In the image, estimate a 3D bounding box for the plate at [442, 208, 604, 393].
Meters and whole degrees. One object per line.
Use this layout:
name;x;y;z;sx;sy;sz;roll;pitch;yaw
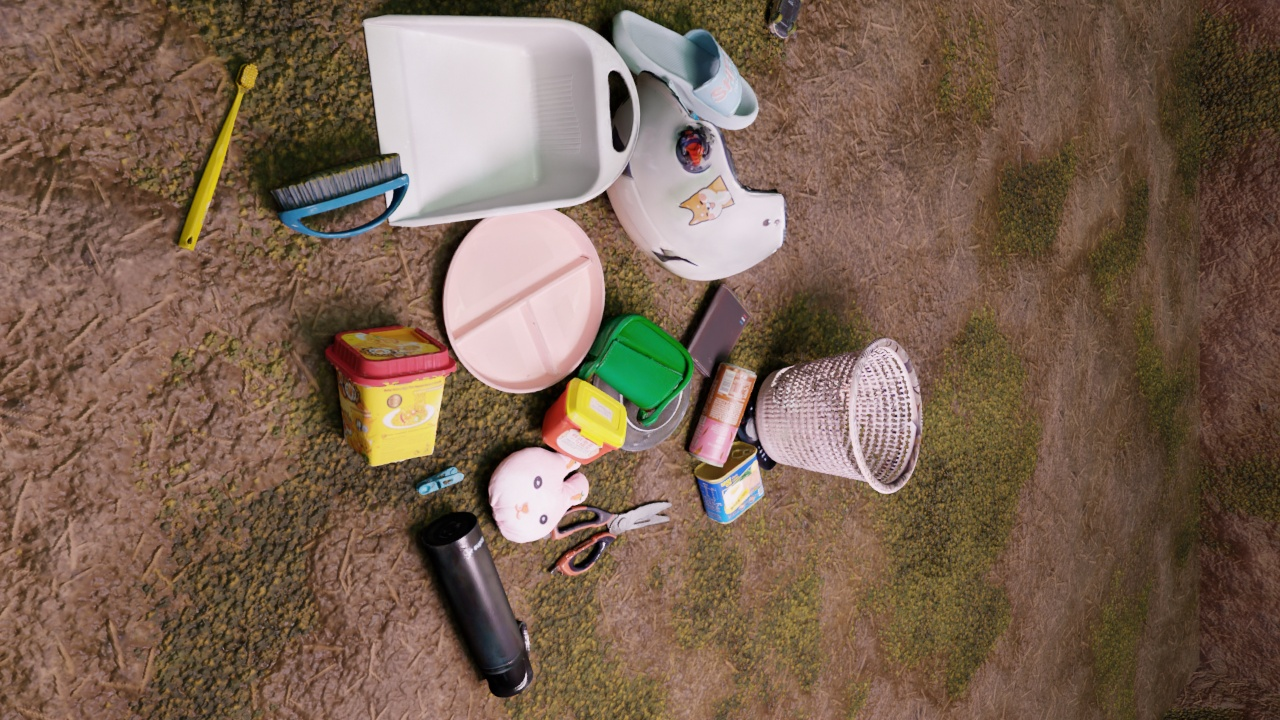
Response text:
plate;-0.142;-0.075;1.120;0.229;0.028;0.229;-9;105;-38

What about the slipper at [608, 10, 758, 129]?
slipper;0.066;-0.385;1.183;0.245;0.074;0.104;17;55;-38

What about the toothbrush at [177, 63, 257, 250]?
toothbrush;-0.405;-0.197;0.881;0.015;0.017;0.190;21;85;-40

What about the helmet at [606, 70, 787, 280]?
helmet;0.044;-0.204;1.139;0.157;0.230;0.274;-45;102;-1

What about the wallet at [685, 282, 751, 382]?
wallet;0.113;-0.039;1.344;0.096;0.020;0.122;42;71;-46

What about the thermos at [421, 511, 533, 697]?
thermos;-0.193;0.298;1.135;0.089;0.068;0.243;-61;140;-57

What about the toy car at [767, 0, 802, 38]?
toy car;0.209;-0.511;1.324;0.042;0.035;0.090;18;87;-39

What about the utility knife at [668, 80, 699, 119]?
utility knife;0.077;-0.299;1.223;0.034;0.018;0.216;-59;148;-10

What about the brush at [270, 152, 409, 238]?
brush;-0.303;-0.166;0.947;0.143;0.055;0.073;-28;115;-33

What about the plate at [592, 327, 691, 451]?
plate;0.010;0.041;1.273;0.179;0.024;0.179;-9;105;-39

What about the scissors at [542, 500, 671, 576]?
scissors;-0.042;0.241;1.276;0.202;0.015;0.204;45;68;-36

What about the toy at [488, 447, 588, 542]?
toy;-0.125;0.161;1.168;0.159;0.054;0.121;-25;115;-43

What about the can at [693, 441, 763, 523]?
can;0.136;0.185;1.387;0.101;0.057;0.083;-32;120;-31

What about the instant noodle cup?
instant noodle cup;-0.270;0.038;0.987;0.115;0.116;0.124;-9;116;-39

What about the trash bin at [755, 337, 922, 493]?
trash bin;0.292;0.083;1.390;0.227;0.193;0.227;4;84;-49

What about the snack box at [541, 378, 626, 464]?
snack box;-0.073;0.082;1.159;0.091;0.080;0.081;34;36;-23

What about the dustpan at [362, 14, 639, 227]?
dustpan;-0.141;-0.269;1.010;0.257;0.143;0.223;-15;108;-39

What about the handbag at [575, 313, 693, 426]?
handbag;-0.007;0.007;1.205;0.131;0.068;0.120;38;81;-18

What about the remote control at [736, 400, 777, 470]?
remote control;0.177;0.117;1.428;0.053;0.024;0.136;-50;125;-26

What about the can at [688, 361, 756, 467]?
can;0.120;0.078;1.343;0.057;0.058;0.147;18;92;-41

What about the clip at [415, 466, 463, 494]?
clip;-0.239;0.143;1.087;0.055;0.038;0.013;-21;111;-25
